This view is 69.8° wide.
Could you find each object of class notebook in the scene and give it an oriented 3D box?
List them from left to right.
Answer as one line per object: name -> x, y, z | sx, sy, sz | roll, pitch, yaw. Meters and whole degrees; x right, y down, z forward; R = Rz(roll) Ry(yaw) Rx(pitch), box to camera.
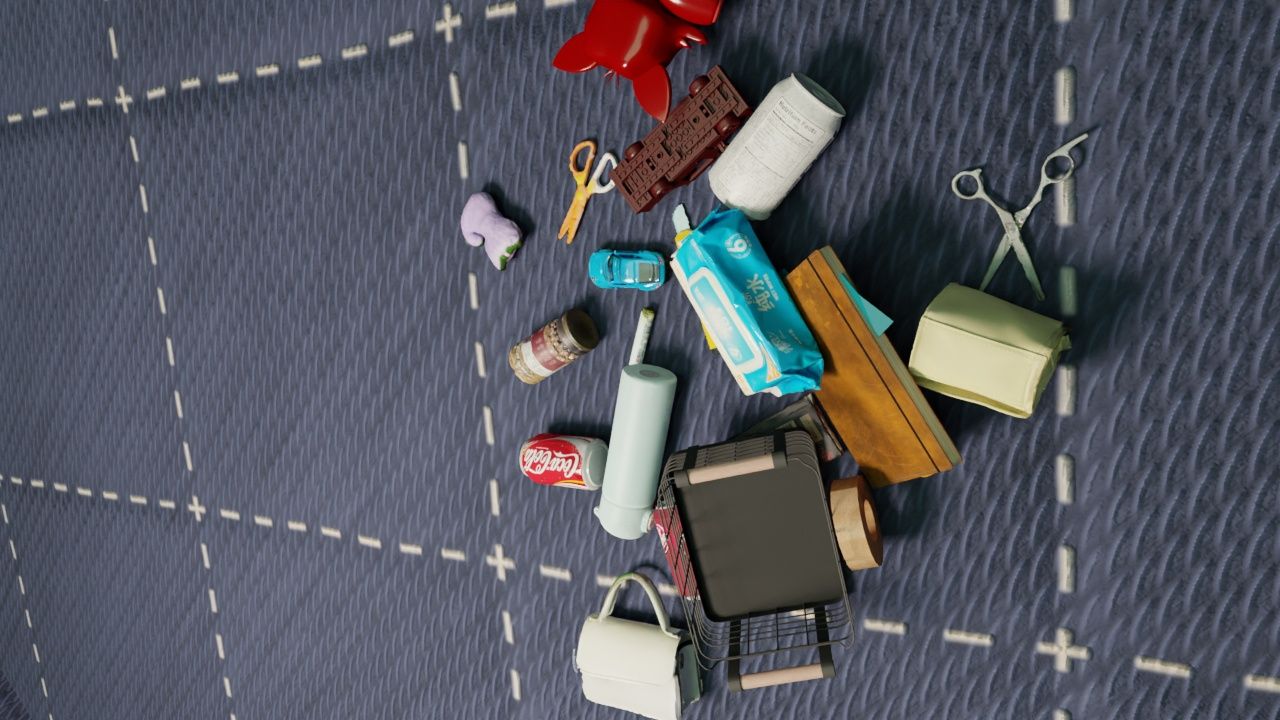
notebook -> 0.207, 0.005, 0.901 | 0.249, 0.014, 0.179 | 60, 162, 6

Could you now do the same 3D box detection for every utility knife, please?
utility knife -> 0.067, -0.090, 1.026 | 0.031, 0.017, 0.175 | -18, 92, 28

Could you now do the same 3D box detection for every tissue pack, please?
tissue pack -> 0.110, -0.051, 0.955 | 0.209, 0.066, 0.117 | 60, 162, 2

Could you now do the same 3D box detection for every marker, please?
marker -> -0.006, 0.006, 1.093 | 0.017, 0.017, 0.147 | 24, 112, 25

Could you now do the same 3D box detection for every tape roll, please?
tape roll -> 0.223, 0.167, 0.943 | 0.027, 0.093, 0.094 | -15, 93, 22

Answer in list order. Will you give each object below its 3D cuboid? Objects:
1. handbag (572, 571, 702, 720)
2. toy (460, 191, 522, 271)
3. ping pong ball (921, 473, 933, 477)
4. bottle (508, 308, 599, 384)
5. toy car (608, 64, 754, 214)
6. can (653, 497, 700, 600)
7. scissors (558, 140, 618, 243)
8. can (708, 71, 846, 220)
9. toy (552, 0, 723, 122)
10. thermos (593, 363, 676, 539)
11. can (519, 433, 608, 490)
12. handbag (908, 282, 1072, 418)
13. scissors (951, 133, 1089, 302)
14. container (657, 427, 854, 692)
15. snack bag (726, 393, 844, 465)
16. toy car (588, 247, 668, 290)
handbag -> -0.009, 0.349, 1.139 | 0.151, 0.073, 0.176 | 3, 102, 31
toy -> -0.189, -0.161, 1.155 | 0.099, 0.036, 0.080 | 52, 131, 17
ping pong ball -> 0.283, 0.097, 0.924 | 0.040, 0.040, 0.040 | 7, 105, 30
bottle -> -0.107, -0.017, 1.125 | 0.105, 0.056, 0.056 | -30, 85, 33
toy car -> 0.048, -0.232, 0.979 | 0.170, 0.061, 0.070 | -39, 80, 32
can -> 0.060, 0.217, 1.073 | 0.063, 0.063, 0.114 | -17, 92, 33
scissors -> -0.063, -0.191, 1.086 | 0.073, 0.012, 0.131 | 28, 113, 24
can -> 0.135, -0.213, 0.920 | 0.078, 0.078, 0.136 | 47, 120, 14
toy -> 0.012, -0.364, 0.938 | 0.158, 0.120, 0.197 | 32, 106, 19
thermos -> -0.005, 0.110, 1.087 | 0.078, 0.065, 0.207 | 18, 110, 25
can -> -0.094, 0.125, 1.145 | 0.105, 0.064, 0.064 | 3, 102, 31
handbag -> 0.321, -0.013, 0.834 | 0.119, 0.110, 0.081 | 22, 127, 28
scissors -> 0.353, -0.134, 0.843 | 0.141, 0.014, 0.172 | 51, 125, 14
container -> 0.120, 0.197, 0.951 | 0.163, 0.130, 0.241 | -12, 101, 10
snack bag -> 0.146, 0.103, 1.022 | 0.156, 0.018, 0.074 | -33, 84, 33
toy car -> -0.018, -0.105, 1.066 | 0.105, 0.032, 0.048 | 7, 105, 31
